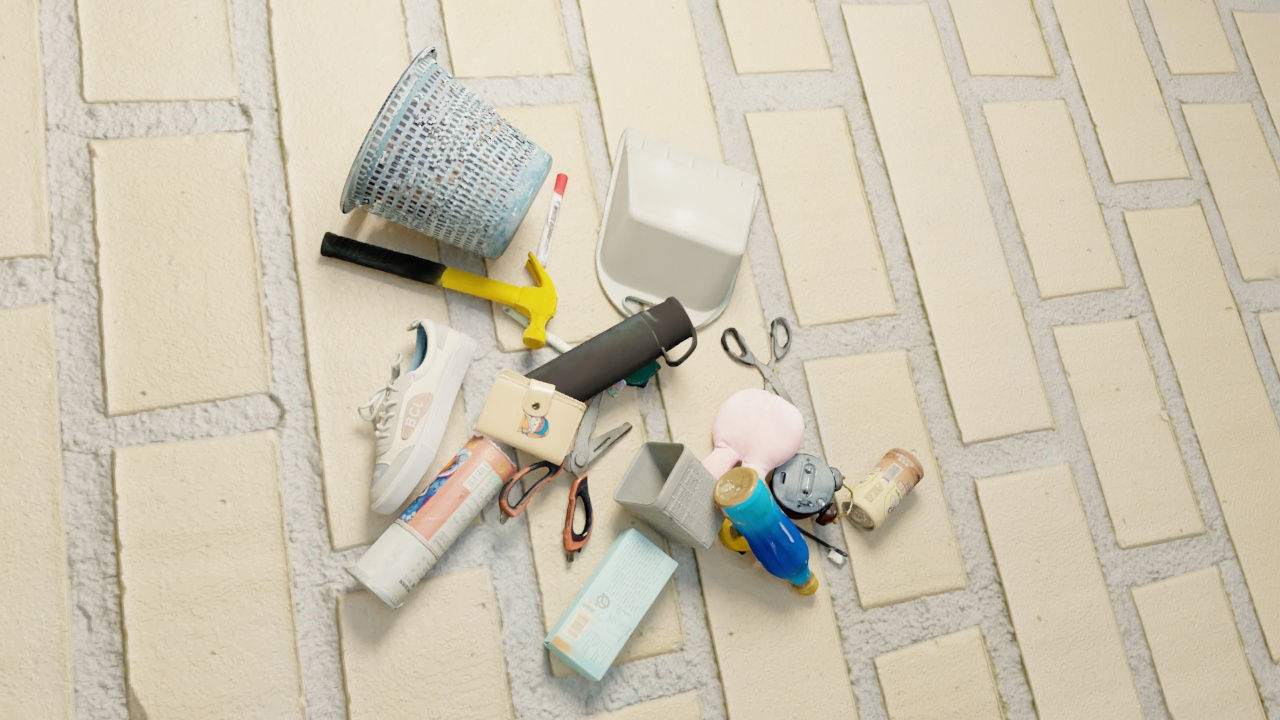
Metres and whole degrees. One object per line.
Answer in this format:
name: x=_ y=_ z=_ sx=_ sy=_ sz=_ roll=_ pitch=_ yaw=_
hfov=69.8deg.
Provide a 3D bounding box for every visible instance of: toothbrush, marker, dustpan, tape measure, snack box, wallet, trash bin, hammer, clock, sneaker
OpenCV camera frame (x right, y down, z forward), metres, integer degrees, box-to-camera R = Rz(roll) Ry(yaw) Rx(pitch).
toothbrush: x=-0.101 y=-0.016 z=1.199 sx=0.189 sy=0.020 sz=0.029 roll=36 pitch=111 yaw=-3
marker: x=-0.121 y=-0.188 z=1.245 sx=0.017 sy=0.017 sz=0.145 roll=16 pitch=70 yaw=-12
dustpan: x=0.045 y=-0.173 z=1.295 sx=0.222 sy=0.143 sz=0.257 roll=19 pitch=40 yaw=-11
tape measure: x=-0.007 y=0.007 z=1.218 sx=0.058 sy=0.025 sz=0.054 roll=43 pitch=66 yaw=-1
snack box: x=-0.035 y=0.293 z=1.111 sx=0.074 sy=0.052 sz=0.174 roll=39 pitch=68 yaw=-4
wallet: x=-0.130 y=0.066 z=1.094 sx=0.115 sy=0.024 sz=0.087 roll=24 pitch=89 yaw=-14
toothbrush: x=0.199 y=0.222 z=1.223 sx=0.181 sy=0.016 sz=0.018 roll=32 pitch=77 yaw=-7
trash bin: x=-0.224 y=-0.230 z=1.120 sx=0.195 sy=0.227 sz=0.226 roll=30 pitch=68 yaw=-12
hammer: x=-0.251 y=-0.108 z=1.165 sx=0.300 sy=0.033 sz=0.128 roll=15 pitch=57 yaw=-9
tape measure: x=0.132 y=0.220 z=1.195 sx=0.057 sy=0.029 sz=0.060 roll=-23 pitch=82 yaw=-21
clock: x=0.223 y=0.172 z=1.211 sx=0.122 sy=0.055 sz=0.082 roll=15 pitch=68 yaw=2
sneaker: x=-0.278 y=0.058 z=1.082 sx=0.090 sy=0.090 sz=0.241 roll=30 pitch=63 yaw=-23

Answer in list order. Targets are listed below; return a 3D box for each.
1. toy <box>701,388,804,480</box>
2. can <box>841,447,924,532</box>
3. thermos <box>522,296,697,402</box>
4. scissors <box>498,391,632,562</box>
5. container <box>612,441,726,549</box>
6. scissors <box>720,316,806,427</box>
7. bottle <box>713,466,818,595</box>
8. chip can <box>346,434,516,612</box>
toy: x=0.142 y=0.107 z=1.201 sx=0.121 sy=0.054 sz=0.159 roll=21 pitch=60 yaw=27
can: x=0.331 y=0.175 z=1.252 sx=0.116 sy=0.059 sz=0.058 roll=-41 pitch=89 yaw=-23
thermos: x=-0.043 y=0.008 z=1.153 sx=0.242 sy=0.068 sz=0.090 roll=-29 pitch=55 yaw=-10
scissors: x=-0.088 y=0.140 z=1.139 sx=0.188 sy=0.015 sz=0.227 roll=8 pitch=78 yaw=-34
container: x=0.045 y=0.170 z=1.137 sx=0.114 sy=0.090 sz=0.090 roll=44 pitch=64 yaw=-27
scissors: x=0.180 y=0.016 z=1.281 sx=0.180 sy=0.014 sz=0.159 roll=39 pitch=69 yaw=-5
bottle: x=0.165 y=0.222 z=1.144 sx=0.065 sy=0.065 sz=0.219 roll=-51 pitch=124 yaw=-23
chip can: x=-0.239 y=0.185 z=1.070 sx=0.071 sy=0.071 sz=0.214 roll=42 pitch=67 yaw=-2
